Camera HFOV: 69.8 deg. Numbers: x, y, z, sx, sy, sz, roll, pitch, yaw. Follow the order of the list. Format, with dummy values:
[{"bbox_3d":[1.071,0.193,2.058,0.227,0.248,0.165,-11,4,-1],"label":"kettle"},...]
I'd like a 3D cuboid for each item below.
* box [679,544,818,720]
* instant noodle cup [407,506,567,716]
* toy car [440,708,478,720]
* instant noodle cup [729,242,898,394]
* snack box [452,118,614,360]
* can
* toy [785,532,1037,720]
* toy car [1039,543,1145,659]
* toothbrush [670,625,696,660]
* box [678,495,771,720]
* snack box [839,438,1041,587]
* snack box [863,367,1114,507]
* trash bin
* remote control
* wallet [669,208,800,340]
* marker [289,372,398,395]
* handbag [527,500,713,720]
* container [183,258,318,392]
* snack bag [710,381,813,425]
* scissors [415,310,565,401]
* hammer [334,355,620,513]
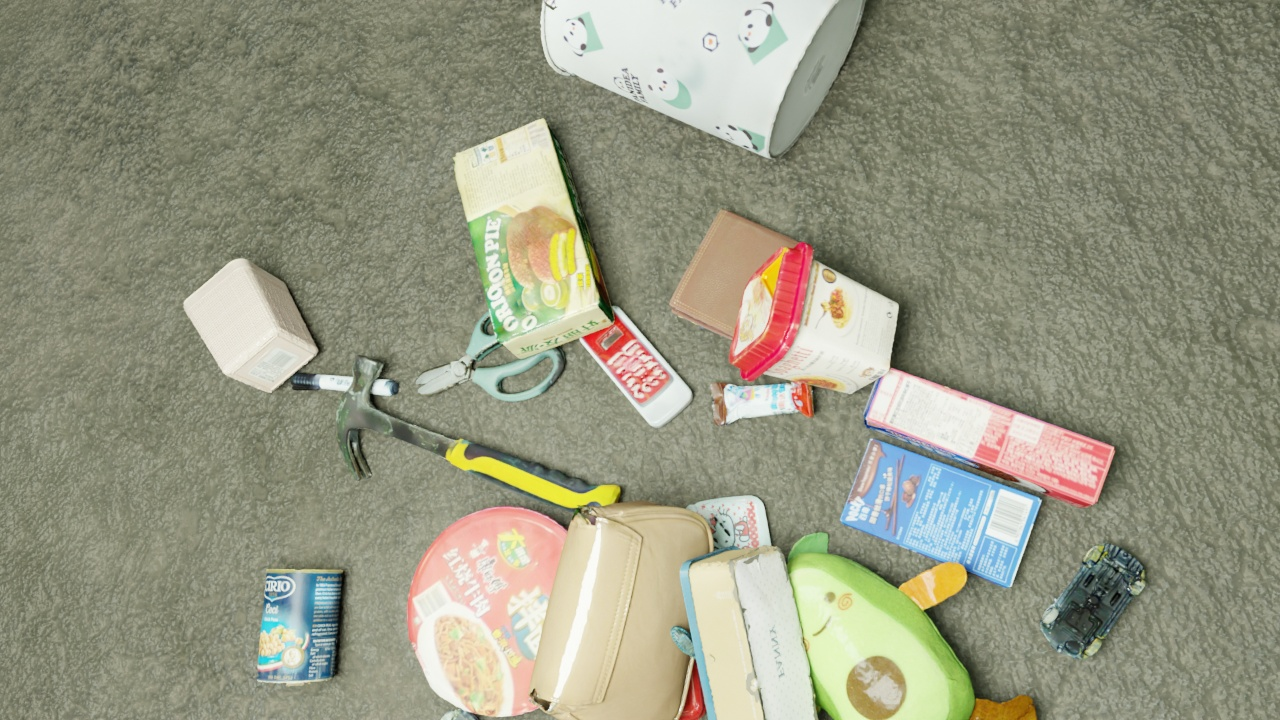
[{"bbox_3d":[0.091,0.237,0.769,0.060,0.089,0.184,-19,78,38],"label":"box"},{"bbox_3d":[-0.127,0.241,0.893,0.194,0.066,0.193,-3,76,12],"label":"instant noodle cup"},{"bbox_3d":[-0.190,0.381,0.891,0.043,0.034,0.090,38,86,22],"label":"toy car"},{"bbox_3d":[0.162,-0.030,0.853,0.124,0.117,0.116,19,67,-11],"label":"instant noodle cup"},{"bbox_3d":[-0.115,-0.130,0.971,0.114,0.063,0.239,-21,67,8],"label":"snack box"},{"bbox_3d":[-0.347,0.270,0.935,0.075,0.075,0.111,-3,77,13],"label":"can"},{"bbox_3d":[0.204,0.264,0.793,0.227,0.090,0.246,-46,69,4],"label":"toy"},{"bbox_3d":[0.388,0.208,0.792,0.049,0.031,0.105,37,86,20],"label":"toy car"},{"bbox_3d":[0.082,0.295,0.795,0.016,0.018,0.191,-40,111,-8],"label":"toothbrush"},{"bbox_3d":[0.053,0.234,0.865,0.158,0.038,0.200,-10,73,11],"label":"box"},{"bbox_3d":[0.272,0.138,0.840,0.157,0.026,0.084,20,82,18],"label":"snack box"},{"bbox_3d":[0.310,0.067,0.833,0.207,0.057,0.058,21,85,17],"label":"snack box"},{"bbox_3d":[0.067,-0.339,0.912,0.252,0.229,0.229,32,86,14],"label":"trash bin"},{"bbox_3d":[-0.006,0.006,0.945,0.056,0.020,0.136,-40,71,1],"label":"remote control"},{"bbox_3d":[0.100,-0.084,0.936,0.101,0.032,0.124,27,85,15],"label":"wallet"},{"bbox_3d":[-0.331,0.028,1.021,0.131,0.018,0.022,5,86,15],"label":"marker"},{"bbox_3d":[-0.019,0.220,0.796,0.100,0.147,0.204,-2,70,51],"label":"handbag"},{"bbox_3d":[-0.427,-0.034,1.015,0.090,0.090,0.111,-39,65,2],"label":"container"},{"bbox_3d":[0.122,0.039,0.902,0.105,0.026,0.045,-6,76,13],"label":"snack bag"},{"bbox_3d":[-0.162,0.013,0.983,0.180,0.019,0.139,-29,72,4],"label":"scissors"},{"bbox_3d":[-0.176,0.103,0.951,0.323,0.032,0.126,19,93,14],"label":"hammer"}]
